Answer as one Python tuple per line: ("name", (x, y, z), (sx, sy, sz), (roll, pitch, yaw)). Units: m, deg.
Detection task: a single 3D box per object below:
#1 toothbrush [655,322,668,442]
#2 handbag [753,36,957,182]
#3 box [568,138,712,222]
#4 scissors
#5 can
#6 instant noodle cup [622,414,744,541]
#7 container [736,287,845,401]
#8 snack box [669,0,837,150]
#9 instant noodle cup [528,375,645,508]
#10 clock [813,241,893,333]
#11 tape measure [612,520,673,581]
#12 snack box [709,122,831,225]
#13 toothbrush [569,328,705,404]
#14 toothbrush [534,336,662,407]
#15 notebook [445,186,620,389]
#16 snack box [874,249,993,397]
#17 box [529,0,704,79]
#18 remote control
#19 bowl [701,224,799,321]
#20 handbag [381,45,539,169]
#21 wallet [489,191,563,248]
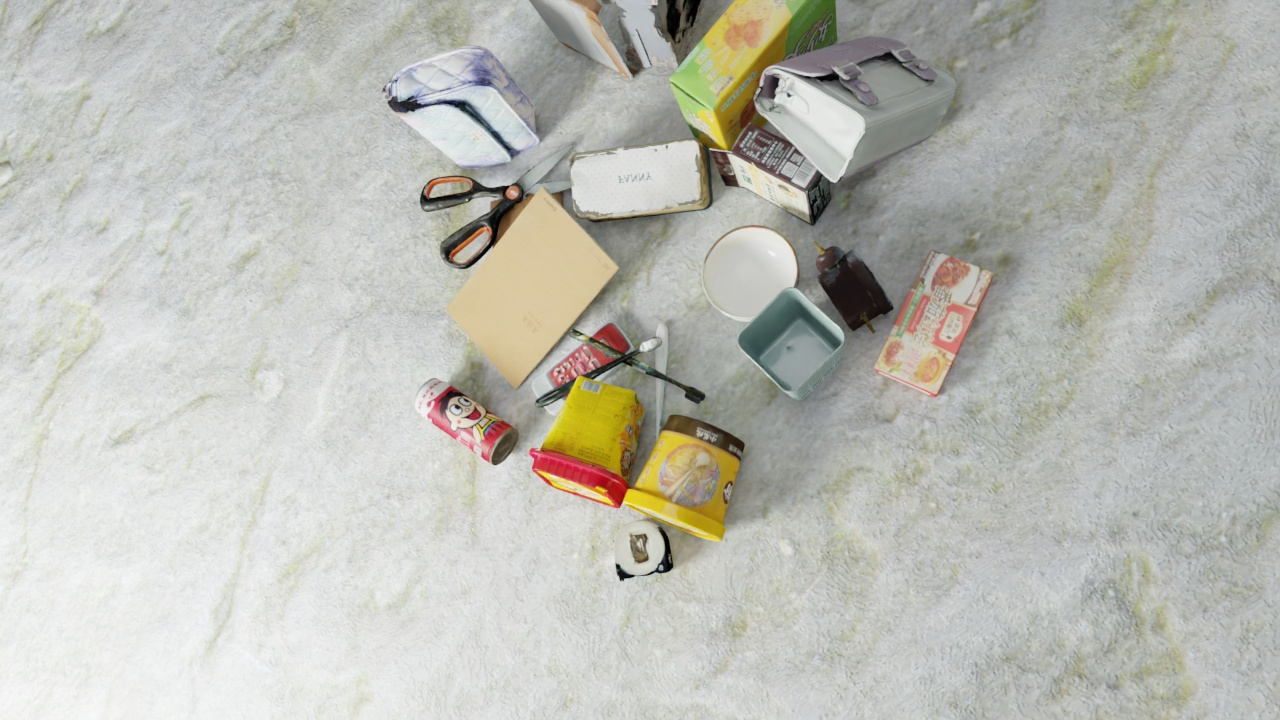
("toothbrush", (0.024, 0.042, 1.110), (0.016, 0.016, 0.180), (0, 77, 11))
("handbag", (0.239, -0.293, 1.021), (0.145, 0.099, 0.196), (40, 47, 24))
("box", (0.006, -0.222, 1.132), (0.184, 0.059, 0.090), (-2, 95, 11))
("scissors", (-0.189, -0.215, 1.196), (0.211, 0.022, 0.221), (31, 84, 15))
("can", (-0.220, 0.075, 1.150), (0.133, 0.053, 0.053), (31, 89, 19))
("instant noodle cup", (0.055, 0.130, 1.035), (0.118, 0.118, 0.114), (18, 76, 18))
("container", (0.174, -0.012, 1.026), (0.090, 0.111, 0.090), (-45, 71, 3))
("snack box", (0.138, -0.356, 1.077), (0.070, 0.157, 0.210), (42, 92, 17))
("instant noodle cup", (-0.054, 0.094, 1.076), (0.116, 0.116, 0.123), (15, 72, 17))
("clock", (0.235, -0.088, 1.040), (0.055, 0.082, 0.122), (-35, 75, 13))
("tape measure", (0.001, 0.220, 1.072), (0.066, 0.033, 0.066), (-14, 77, 11))
("snack box", (0.155, -0.217, 1.070), (0.126, 0.113, 0.053), (34, 89, 18))
("toothbrush", (-0.007, 0.006, 1.105), (0.186, 0.017, 0.012), (27, 130, 13))
("toothbrush", (-0.054, 0.015, 1.105), (0.181, 0.018, 0.015), (-28, 87, 18))
("notebook", (-0.139, -0.090, 1.154), (0.149, 0.012, 0.212), (47, 109, 16))
("snack box", (0.330, -0.042, 1.034), (0.075, 0.025, 0.153), (25, 87, 19))
("box", (-0.037, -0.457, 1.137), (0.193, 0.183, 0.156), (18, 84, 15))
("remote control", (-0.071, 0.010, 1.139), (0.136, 0.020, 0.056), (-38, 73, 6))
("bowl", (0.134, -0.095, 1.077), (0.114, 0.062, 0.113), (-5, 75, 20))
("handbag", (-0.214, -0.308, 1.147), (0.134, 0.194, 0.075), (-11, 77, 14))
("wallet", (-0.146, -0.167, 1.195), (0.101, 0.020, 0.115), (-11, 74, 12))
